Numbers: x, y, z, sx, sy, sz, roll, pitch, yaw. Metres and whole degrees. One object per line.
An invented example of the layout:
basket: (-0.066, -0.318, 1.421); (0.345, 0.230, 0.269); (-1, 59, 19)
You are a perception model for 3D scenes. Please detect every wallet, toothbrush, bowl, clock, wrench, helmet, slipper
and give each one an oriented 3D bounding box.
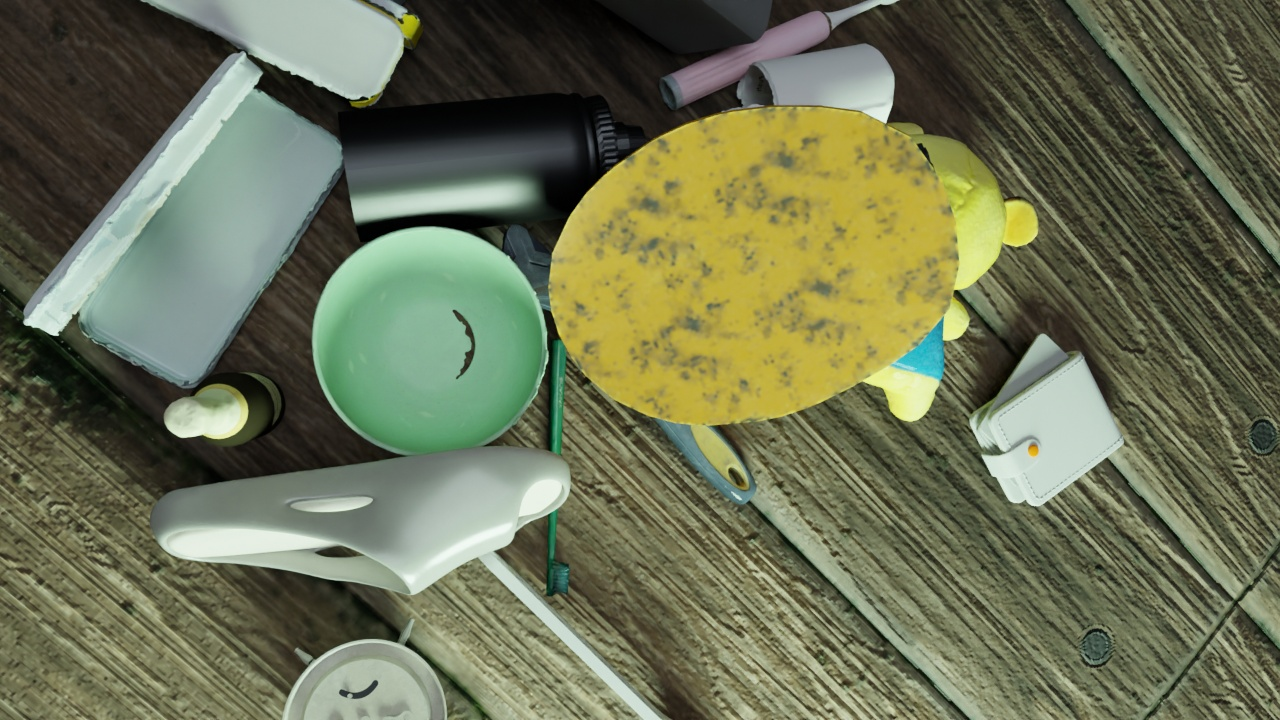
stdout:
wallet: (0.329, 0.044, 0.756); (0.118, 0.037, 0.115); (-30, 96, -15)
toothbrush: (0.115, -0.250, 0.716); (0.222, 0.027, 0.026); (-27, 62, -13)
toothbrush: (-0.060, 0.079, 0.676); (0.017, 0.016, 0.189); (1, 89, -11)
bowl: (-0.142, -0.012, 0.627); (0.150, 0.077, 0.151); (0, 90, -13)
clock: (-0.179, 0.263, 0.618); (0.103, 0.061, 0.156); (-12, 77, -14)
wrench: (-0.019, 0.229, 0.666); (0.273, 0.087, 0.018); (44, 80, 1)
wrench: (-0.004, 0.004, 0.682); (0.273, 0.022, 0.073); (50, 63, -10)
helmet: (0.071, -0.078, 0.625); (0.256, 0.131, 0.205); (-16, 115, 12)
slipper: (-0.175, 0.117, 0.594); (0.265, 0.113, 0.080); (-4, 59, -10)

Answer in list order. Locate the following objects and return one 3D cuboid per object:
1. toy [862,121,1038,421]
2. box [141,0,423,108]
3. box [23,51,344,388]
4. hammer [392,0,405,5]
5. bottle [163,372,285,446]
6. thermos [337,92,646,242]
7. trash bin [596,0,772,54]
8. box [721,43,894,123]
toy: (0.211, -0.074, 0.707); (0.149, 0.084, 0.214); (28, 86, -13)
box: (-0.249, -0.249, 0.595); (0.210, 0.057, 0.117); (26, 44, -12)
box: (-0.279, -0.082, 0.604); (0.127, 0.106, 0.215); (40, 80, -33)
hammer: (-0.154, -0.422, 0.620); (0.025, 0.118, 0.332); (6, 83, -15)
bottle: (-0.249, 0.030, 0.547); (0.045, 0.185, 0.045); (0, 89, -13)
thermos: (-0.098, -0.137, 0.634); (0.198, 0.086, 0.086); (-9, 91, -13)
trash bin: (0.001, -0.335, 0.600); (0.219, 0.098, 0.191); (14, 86, -48)
box: (0.107, -0.184, 0.681); (0.166, 0.084, 0.092); (-11, 59, -11)
